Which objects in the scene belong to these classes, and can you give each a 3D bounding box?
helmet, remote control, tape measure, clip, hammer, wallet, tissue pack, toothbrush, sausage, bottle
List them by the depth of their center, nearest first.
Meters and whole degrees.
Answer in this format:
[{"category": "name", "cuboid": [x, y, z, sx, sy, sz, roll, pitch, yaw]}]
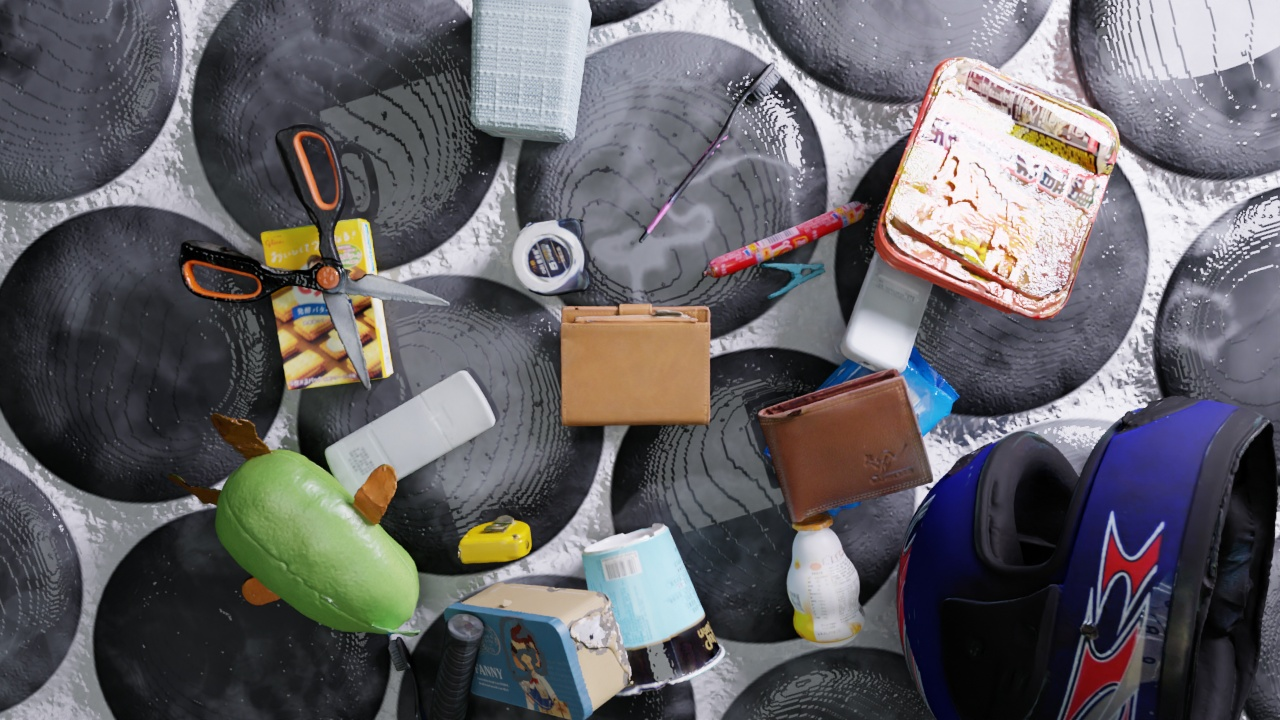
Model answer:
[{"category": "helmet", "cuboid": [0.324, 0.171, 0.706, 0.241, 0.246, 0.315, 12, 105, 43]}, {"category": "wallet", "cuboid": [0.167, 0.071, 0.748, 0.125, 0.032, 0.101, -18, 105, 12]}, {"category": "remote control", "cuboid": [0.211, -0.051, 0.770, 0.056, 0.020, 0.135, 24, 66, 0]}, {"category": "tape measure", "cuboid": [-0.078, -0.088, 0.792, 0.066, 0.033, 0.066, -7, 94, -1]}, {"category": "toothbrush", "cuboid": [0.059, -0.176, 0.792, 0.018, 0.014, 0.189, 36, 96, -15]}, {"category": "tissue pack", "cuboid": [0.190, 0.051, 0.793, 0.095, 0.052, 0.157, 44, 95, -5]}, {"category": "sausage", "cuboid": [0.127, -0.104, 0.794, 0.156, 0.020, 0.020, -22, 95, 3]}, {"category": "hammer", "cuboid": [-0.176, 0.349, 0.799, 0.129, 0.032, 0.301, 14, 112, -1]}, {"category": "clip", "cuboid": [0.134, -0.075, 0.801, 0.054, 0.013, 0.034, -10, 96, 4]}, {"category": "wallet", "cuboid": [-0.005, 0.005, 0.801, 0.132, 0.031, 0.108, -1, 98, 0]}, {"category": "bottle", "cuboid": [0.159, 0.191, 0.801, 0.063, 0.063, 0.108, -10, 96, 2]}, {"category": "tape measure", "cuboid": [-0.125, 0.155, 0.804, 0.060, 0.057, 0.029, -4, 97, 6]}, {"category": "remote control", "cuboid": [-0.204, 0.068, 0.814, 0.150, 0.021, 0.058, -29, 95, 3]}, {"category": "toothbrush", "cuboid": [-0.199, 0.343, 0.846, 0.016, 0.014, 0.189, -15, 96, 3]}]

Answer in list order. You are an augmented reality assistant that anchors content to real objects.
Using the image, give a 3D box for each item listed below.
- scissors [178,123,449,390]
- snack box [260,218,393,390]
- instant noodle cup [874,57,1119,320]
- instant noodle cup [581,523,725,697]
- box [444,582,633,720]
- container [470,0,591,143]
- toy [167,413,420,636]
[{"category": "scissors", "cuboid": [-0.275, -0.086, 0.771, 0.234, 0.021, 0.221, 2, 99, 0]}, {"category": "snack box", "cuboid": [-0.272, -0.048, 0.799, 0.087, 0.033, 0.140, -7, 93, 1]}, {"category": "instant noodle cup", "cuboid": [0.282, -0.132, 0.748, 0.164, 0.079, 0.188, 23, 80, -1]}, {"category": "instant noodle cup", "cuboid": [0.003, 0.209, 0.791, 0.111, 0.111, 0.120, -17, 86, 2]}, {"category": "box", "cuboid": [-0.092, 0.238, 0.769, 0.185, 0.061, 0.090, -13, 96, 45]}, {"category": "container", "cuboid": [-0.090, -0.240, 0.751, 0.090, 0.090, 0.111, 5, 98, 0]}, {"category": "toy", "cuboid": [-0.287, 0.150, 0.789, 0.228, 0.089, 0.246, -38, 102, 30]}]
